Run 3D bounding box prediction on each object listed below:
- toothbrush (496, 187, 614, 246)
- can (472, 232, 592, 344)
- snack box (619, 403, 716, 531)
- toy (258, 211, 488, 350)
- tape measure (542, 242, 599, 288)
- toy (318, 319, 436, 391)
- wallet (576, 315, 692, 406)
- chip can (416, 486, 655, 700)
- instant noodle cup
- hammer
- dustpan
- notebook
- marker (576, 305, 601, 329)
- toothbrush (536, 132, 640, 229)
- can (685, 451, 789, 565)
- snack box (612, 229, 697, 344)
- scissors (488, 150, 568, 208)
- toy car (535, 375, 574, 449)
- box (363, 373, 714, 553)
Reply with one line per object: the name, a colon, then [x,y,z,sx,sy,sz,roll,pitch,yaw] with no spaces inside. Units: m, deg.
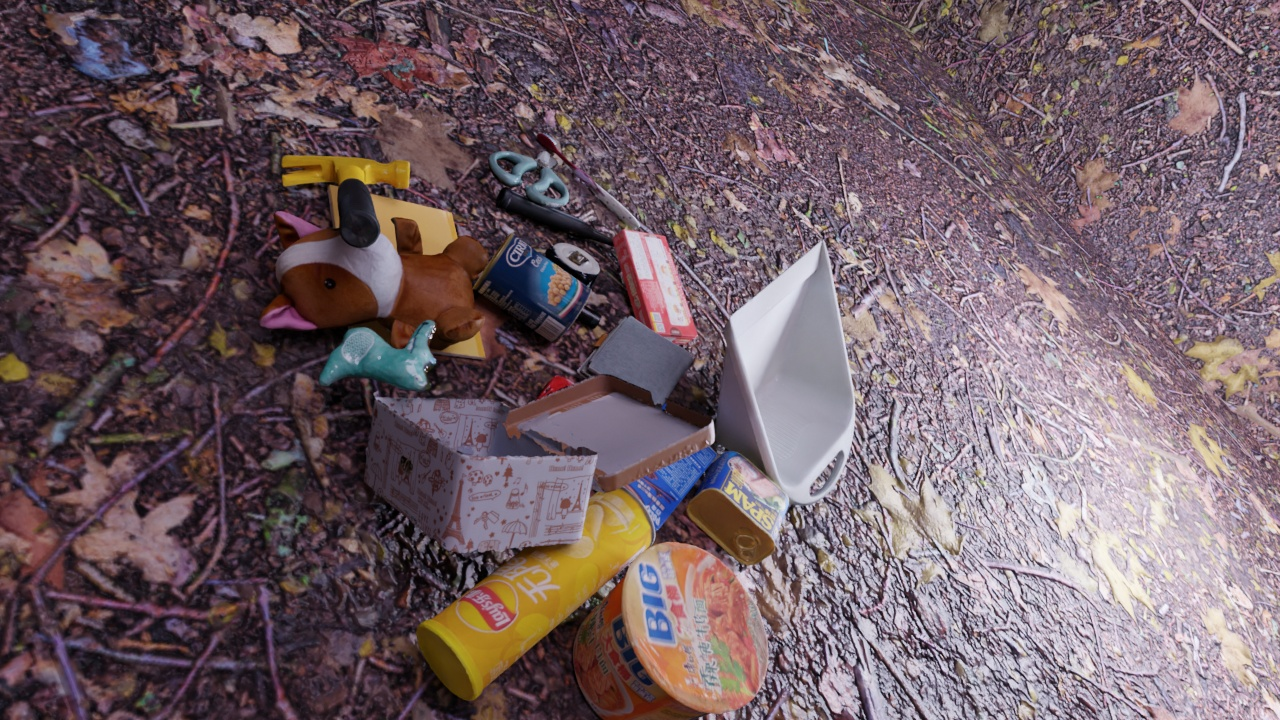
toothbrush: [-0.082,-0.171,1.167,0.212,0.026,0.027,18,57,-30]
can: [-0.118,-0.078,1.011,0.111,0.076,0.075,35,39,-13]
snack box: [0.017,0.116,0.993,0.084,0.026,0.156,46,38,2]
toy: [-0.243,-0.072,0.851,0.199,0.131,0.140,11,55,-22]
tape measure: [-0.083,-0.111,1.095,0.066,0.034,0.065,35,27,2]
toy: [-0.219,-0.003,0.798,0.092,0.030,0.096,18,55,3]
wallet: [-0.006,0.006,1.062,0.106,0.037,0.129,32,36,4]
chip can: [-0.081,0.187,0.767,0.212,0.072,0.072,-33,80,-37]
instant noodle cup: [0.019,0.251,0.803,0.151,0.112,0.151,24,43,-24]
hammer: [-0.269,-0.156,0.857,0.128,0.033,0.300,-1,20,-20]
dustpan: [0.193,0.034,1.076,0.143,0.258,0.222,30,45,22]
notebook: [-0.247,-0.093,0.963,0.145,0.010,0.206,7,51,-38]
marker: [-0.105,-0.077,1.069,0.132,0.020,0.022,31,12,-15]
toothbrush: [-0.070,-0.246,1.257,0.187,0.016,0.017,43,28,-1]
can: [0.110,0.160,1.013,0.102,0.057,0.083,42,36,-4]
snack box: [0.018,-0.094,1.170,0.075,0.026,0.152,2,62,-41]
scissors: [-0.151,-0.251,1.170,0.129,0.019,0.185,22,28,-23]
toy car: [-0.091,0.058,0.949,0.049,0.031,0.106,39,40,-6]
box: [-0.084,0.078,0.805,0.260,0.103,0.179,1,13,-40]
